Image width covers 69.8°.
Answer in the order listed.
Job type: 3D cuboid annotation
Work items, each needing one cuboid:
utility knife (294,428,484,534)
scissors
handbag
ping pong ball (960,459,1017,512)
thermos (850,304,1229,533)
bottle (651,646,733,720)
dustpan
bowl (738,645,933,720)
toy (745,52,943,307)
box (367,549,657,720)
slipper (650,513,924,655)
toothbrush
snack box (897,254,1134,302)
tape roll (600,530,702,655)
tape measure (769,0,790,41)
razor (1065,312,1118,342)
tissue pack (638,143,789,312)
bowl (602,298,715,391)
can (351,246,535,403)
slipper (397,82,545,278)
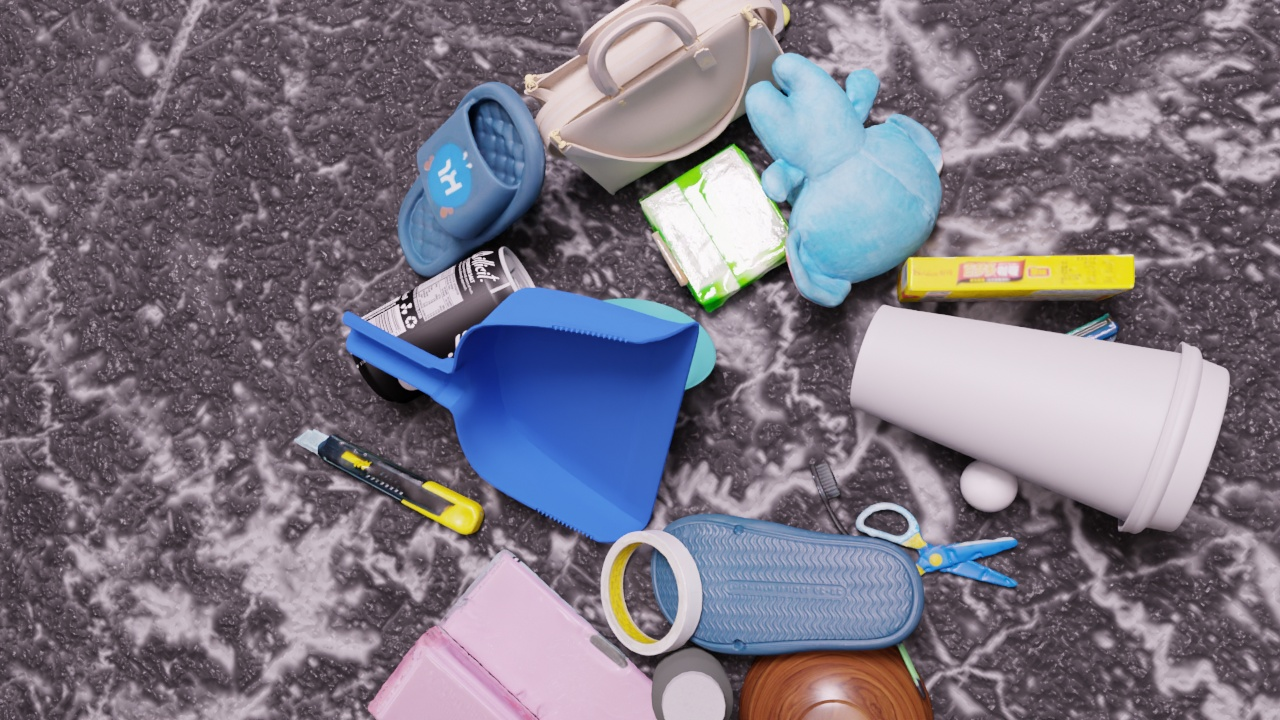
[{"bbox_3d":[-0.219,0.101,0.789,0.186,0.020,0.029,23,88,13],"label":"utility knife"},{"bbox_3d":[0.226,0.141,0.705,0.133,0.020,0.097,-14,86,11],"label":"scissors"},{"bbox_3d":[0.007,-0.212,0.668,0.195,0.197,0.101,-29,83,14],"label":"handbag"},{"bbox_3d":[0.260,0.093,0.686,0.040,0.040,0.040,-1,85,11],"label":"ping pong ball"},{"bbox_3d":[0.269,0.029,0.645,0.222,0.131,0.131,18,89,24],"label":"thermos"},{"bbox_3d":[0.038,0.247,0.678,0.060,0.108,0.060,0,79,1],"label":"bottle"},{"bbox_3d":[-0.103,0.017,0.677,0.258,0.246,0.059,27,49,14],"label":"dustpan"},{"bbox_3d":[0.144,0.274,0.679,0.147,0.069,0.147,-1,85,11],"label":"bowl"},{"bbox_3d":[0.141,-0.140,0.691,0.180,0.115,0.183,44,73,-14],"label":"toy"},{"bbox_3d":[-0.085,0.292,0.734,0.233,0.050,0.180,38,92,11],"label":"box"},{"bbox_3d":[0.106,0.173,0.696,0.214,0.059,0.103,0,78,27],"label":"slipper"},{"bbox_3d":[0.175,0.163,0.697,0.017,0.014,0.188,-30,72,19],"label":"toothbrush"},{"bbox_3d":[0.272,-0.060,0.678,0.152,0.075,0.025,0,87,11],"label":"snack box"},{"bbox_3d":[0.007,0.180,0.713,0.094,0.019,0.094,-5,83,45],"label":"tape roll"},{"bbox_3d":[0.086,-0.286,0.761,0.064,0.016,0.065,-33,80,7],"label":"tape measure"},{"bbox_3d":[0.362,0.036,0.683,0.044,0.018,0.141,-28,84,17],"label":"razor"},{"bbox_3d":[0.062,-0.108,0.743,0.099,0.034,0.114,-31,80,4],"label":"tissue pack"},{"bbox_3d":[-0.004,0.004,0.728,0.121,0.120,0.046,19,129,12],"label":"bowl"},{"bbox_3d":[-0.158,-0.029,0.755,0.146,0.080,0.080,-28,81,7],"label":"can"},{"bbox_3d":[-0.147,-0.139,0.724,0.214,0.059,0.103,-33,75,46],"label":"slipper"}]
